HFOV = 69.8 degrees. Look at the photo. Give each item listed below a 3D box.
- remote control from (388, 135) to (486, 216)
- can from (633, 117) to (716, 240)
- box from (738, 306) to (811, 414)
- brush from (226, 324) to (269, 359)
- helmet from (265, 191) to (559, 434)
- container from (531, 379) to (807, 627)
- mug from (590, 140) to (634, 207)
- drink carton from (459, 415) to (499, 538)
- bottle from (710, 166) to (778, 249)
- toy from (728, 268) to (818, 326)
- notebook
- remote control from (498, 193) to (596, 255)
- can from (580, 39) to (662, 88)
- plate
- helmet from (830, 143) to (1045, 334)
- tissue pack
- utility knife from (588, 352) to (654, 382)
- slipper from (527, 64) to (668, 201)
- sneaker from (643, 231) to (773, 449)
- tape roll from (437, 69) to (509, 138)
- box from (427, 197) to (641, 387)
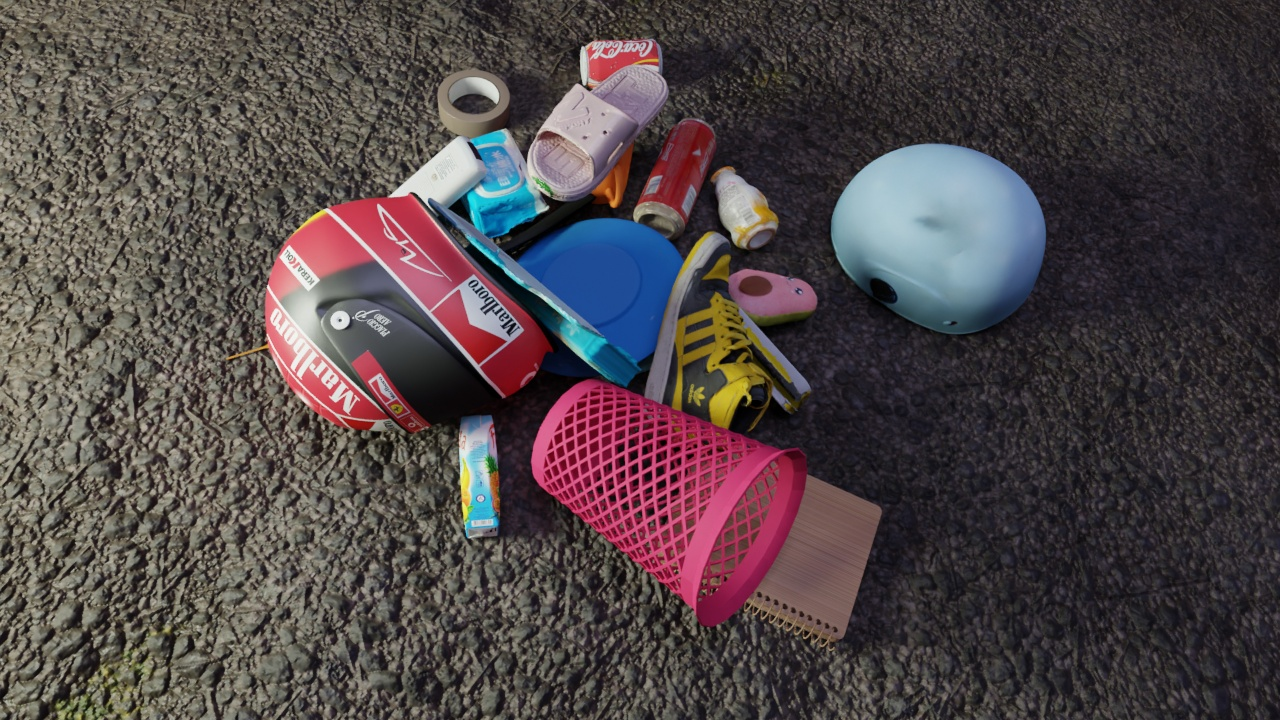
[{"bbox_3d":[-0.247,-0.208,1.101,0.139,0.025,0.060,-37,65,14],"label":"remote control"},{"bbox_3d":[0.047,-0.232,1.171,0.067,0.067,0.169,20,61,3],"label":"can"},{"bbox_3d":[0.114,-0.022,1.068,0.044,0.066,0.210,-38,71,-6],"label":"box"},{"bbox_3d":[-0.393,-0.026,1.024,0.126,0.017,0.048,-20,66,-18],"label":"brush"},{"bbox_3d":[-0.255,-0.033,0.940,0.224,0.198,0.271,-42,84,-10],"label":"helmet"},{"bbox_3d":[0.017,0.120,0.900,0.226,0.183,0.182,27,59,29],"label":"container"},{"bbox_3d":[-0.044,-0.242,1.147,0.077,0.096,0.112,-16,65,-16],"label":"mug"},{"bbox_3d":[-0.169,0.119,0.961,0.038,0.044,0.128,-3,63,-10],"label":"drink carton"},{"bbox_3d":[0.128,-0.195,1.165,0.063,0.063,0.108,-19,66,-18],"label":"bottle"},{"bbox_3d":[0.159,-0.076,1.108,0.109,0.051,0.090,1,36,-21],"label":"toy"},{"bbox_3d":[0.136,0.188,0.978,0.210,0.022,0.168,24,60,5],"label":"notebook"},{"bbox_3d":[-0.119,-0.165,1.124,0.151,0.041,0.020,-36,97,-24],"label":"remote control"},{"bbox_3d":[-0.027,-0.406,1.259,0.104,0.064,0.064,-6,62,-11],"label":"can"},{"bbox_3d":[-0.057,-0.084,1.064,0.224,0.024,0.223,-5,58,8],"label":"plate"},{"bbox_3d":[0.369,-0.171,1.131,0.266,0.167,0.225,29,70,19],"label":"helmet"},{"bbox_3d":[-0.180,-0.221,1.135,0.092,0.062,0.144,-23,66,-18],"label":"tissue pack"},{"bbox_3d":[-0.006,0.006,1.063,0.120,0.015,0.022,-19,64,-16],"label":"utility knife"},{"bbox_3d":[-0.048,-0.285,1.077,0.094,0.065,0.238,33,60,10],"label":"slipper"},{"bbox_3d":[0.089,-0.016,0.993,0.122,0.086,0.238,16,89,21],"label":"sneaker"},{"bbox_3d":[-0.220,-0.340,1.214,0.093,0.030,0.093,3,61,-6],"label":"tape roll"},{"bbox_3d":[-0.113,-0.072,0.945,0.227,0.182,0.039,40,90,32],"label":"box"}]
